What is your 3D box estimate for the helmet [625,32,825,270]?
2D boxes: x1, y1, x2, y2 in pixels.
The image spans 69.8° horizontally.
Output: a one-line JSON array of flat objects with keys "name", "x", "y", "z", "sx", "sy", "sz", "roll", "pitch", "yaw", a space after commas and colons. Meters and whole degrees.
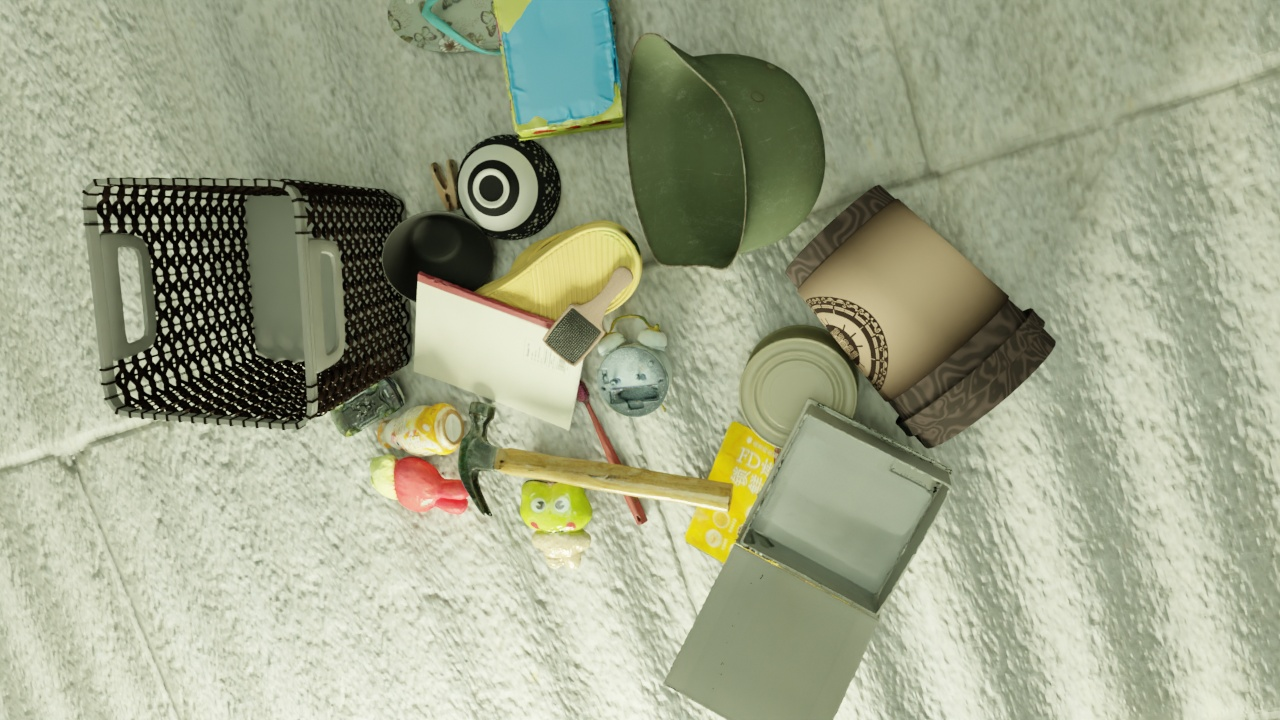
[{"name": "helmet", "x": 0.094, "y": -0.203, "z": 0.902, "sx": 0.153, "sy": 0.267, "sz": 0.227, "roll": -8, "pitch": 129, "yaw": -13}]

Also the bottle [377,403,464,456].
[{"name": "bottle", "x": -0.271, "y": 0.086, "z": 1.122, "sx": 0.109, "sy": 0.063, "sz": 0.063, "roll": -6, "pitch": 100, "yaw": 27}]

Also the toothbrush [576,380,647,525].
[{"name": "toothbrush", "x": -0.037, "y": 0.111, "z": 1.094, "sx": 0.016, "sy": 0.016, "sz": 0.190, "roll": -23, "pitch": 95, "yaw": 16}]

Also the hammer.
[{"name": "hammer", "x": -0.058, "y": 0.135, "z": 1.066, "sx": 0.331, "sy": 0.033, "sz": 0.132, "roll": 7, "pitch": 80, "yaw": 15}]

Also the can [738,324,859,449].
[{"name": "can", "x": 0.173, "y": 0.030, "z": 0.998, "sx": 0.128, "sy": 0.073, "sz": 0.128, "roll": 3, "pitch": 102, "yaw": 13}]

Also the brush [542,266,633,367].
[{"name": "brush", "x": -0.053, "y": -0.049, "z": 0.982, "sx": 0.050, "sy": 0.015, "sz": 0.136, "roll": 40, "pitch": 119, "yaw": -4}]

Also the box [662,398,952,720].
[{"name": "box", "x": 0.150, "y": 0.260, "z": 0.938, "sx": 0.166, "sy": 0.108, "sz": 0.418, "roll": 27, "pitch": 92, "yaw": 10}]

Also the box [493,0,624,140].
[{"name": "box", "x": -0.088, "y": -0.348, "z": 0.955, "sx": 0.124, "sy": 0.079, "sz": 0.221, "roll": -10, "pitch": 100, "yaw": 1}]

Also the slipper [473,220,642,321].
[{"name": "slipper", "x": -0.097, "y": -0.086, "z": 1.037, "sx": 0.264, "sy": 0.078, "sz": 0.099, "roll": -23, "pitch": 114, "yaw": 33}]

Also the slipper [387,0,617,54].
[{"name": "slipper", "x": -0.158, "y": -0.384, "z": 1.006, "sx": 0.269, "sy": 0.054, "sz": 0.098, "roll": 10, "pitch": 101, "yaw": 10}]

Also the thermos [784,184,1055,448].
[{"name": "thermos", "x": 0.268, "y": -0.049, "z": 0.918, "sx": 0.173, "sy": 0.172, "sz": 0.226, "roll": -44, "pitch": 83, "yaw": 17}]

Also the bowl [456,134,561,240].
[{"name": "bowl", "x": -0.156, "y": -0.194, "z": 1.035, "sx": 0.120, "sy": 0.066, "sz": 0.120, "roll": 3, "pitch": 102, "yaw": 13}]

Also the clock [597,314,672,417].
[{"name": "clock", "x": -0.006, "y": 0.006, "z": 1.045, "sx": 0.083, "sy": 0.057, "sz": 0.117, "roll": -5, "pitch": 100, "yaw": 15}]

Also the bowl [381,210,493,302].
[{"name": "bowl", "x": -0.236, "y": -0.130, "z": 1.063, "sx": 0.124, "sy": 0.052, "sz": 0.124, "roll": -8, "pitch": 128, "yaw": -10}]

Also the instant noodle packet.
[{"name": "instant noodle packet", "x": 0.175, "y": 0.181, "z": 1.034, "sx": 0.222, "sy": 0.084, "sz": 0.163, "roll": 23, "pitch": 106, "yaw": 14}]

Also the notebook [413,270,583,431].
[{"name": "notebook", "x": -0.168, "y": -0.008, "z": 1.070, "sx": 0.209, "sy": 0.012, "sz": 0.153, "roll": 21, "pitch": 131, "yaw": 7}]

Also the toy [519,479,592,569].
[{"name": "toy", "x": -0.101, "y": 0.200, "z": 1.114, "sx": 0.092, "sy": 0.043, "sz": 0.118, "roll": -4, "pitch": 101, "yaw": 13}]

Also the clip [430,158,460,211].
[{"name": "clip", "x": -0.218, "y": -0.207, "z": 1.071, "sx": 0.045, "sy": 0.025, "sz": 0.061, "roll": -16, "pitch": 104, "yaw": 17}]

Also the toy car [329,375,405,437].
[{"name": "toy car", "x": -0.340, "y": 0.056, "z": 1.147, "sx": 0.106, "sy": 0.033, "sz": 0.048, "roll": -28, "pitch": 96, "yaw": 22}]

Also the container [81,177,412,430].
[{"name": "container", "x": -0.414, "y": -0.078, "z": 1.027, "sx": 0.246, "sy": 0.243, "sz": 0.247, "roll": 3, "pitch": 102, "yaw": 13}]

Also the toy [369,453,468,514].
[{"name": "toy", "x": -0.274, "y": 0.154, "z": 1.136, "sx": 0.135, "sy": 0.045, "sz": 0.092, "roll": 14, "pitch": 138, "yaw": 9}]
